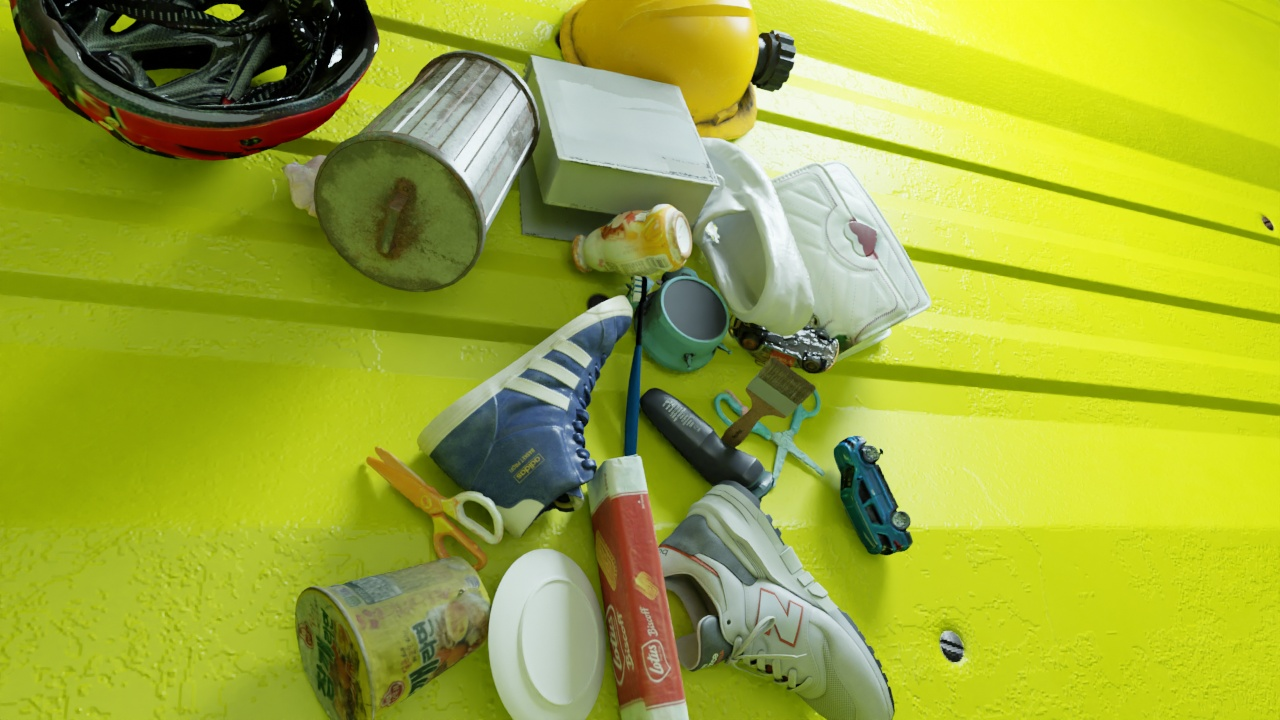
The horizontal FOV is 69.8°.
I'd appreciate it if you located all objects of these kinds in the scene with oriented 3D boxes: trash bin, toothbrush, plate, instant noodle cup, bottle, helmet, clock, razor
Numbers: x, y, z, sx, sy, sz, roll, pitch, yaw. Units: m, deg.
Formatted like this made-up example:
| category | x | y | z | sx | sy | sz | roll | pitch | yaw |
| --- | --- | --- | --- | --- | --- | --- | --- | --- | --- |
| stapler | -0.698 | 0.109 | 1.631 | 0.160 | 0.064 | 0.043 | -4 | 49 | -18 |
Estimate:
| category | x | y | z | sx | sy | sz | roll | pitch | yaw |
| --- | --- | --- | --- | --- | --- | --- | --- | --- | --- |
| trash bin | -0.166 | -0.157 | 0.748 | 0.131 | 0.131 | 0.210 | 30 | 37 | -12 |
| toothbrush | -0.005 | 0.005 | 0.827 | 0.014 | 0.014 | 0.167 | 7 | 79 | -14 |
| plate | -0.062 | 0.206 | 0.677 | 0.134 | 0.011 | 0.134 | 31 | 51 | -49 |
| instant noodle cup | -0.165 | 0.185 | 0.628 | 0.108 | 0.102 | 0.102 | -16 | 73 | -43 |
| bottle | -0.009 | -0.108 | 0.856 | 0.063 | 0.109 | 0.063 | -7 | 90 | -66 |
| helmet | 0.051 | -0.361 | 1.010 | 0.255 | 0.132 | 0.205 | 6 | 63 | -25 |
| helmet | -0.340 | -0.258 | 0.711 | 0.217 | 0.167 | 0.271 | 56 | 46 | -7 |
| clock | 0.034 | -0.049 | 0.882 | 0.089 | 0.053 | 0.124 | -20 | 73 | -36 |
| razor | 0.057 | 0.077 | 0.832 | 0.143 | 0.052 | 0.047 | 43 | 54 | 4 |

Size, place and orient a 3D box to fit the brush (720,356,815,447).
| category | x | y | z | sx | sy | sz | roll | pitch | yaw |
| --- | --- | --- | --- | --- | --- | --- | --- | --- | --- |
| brush | 0.101 | 0.049 | 0.809 | 0.045 | 0.143 | 0.008 | 35 | 51 | 2 |

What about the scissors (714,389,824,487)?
| category | x | y | z | sx | sy | sz | roll | pitch | yaw |
| --- | --- | --- | --- | --- | --- | --- | --- | --- | --- |
| scissors | 0.136 | 0.061 | 0.908 | 0.135 | 0.015 | 0.135 | 41 | 55 | -11 |

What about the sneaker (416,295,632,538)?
| category | x | y | z | sx | sy | sz | roll | pitch | yaw |
| --- | --- | --- | --- | --- | --- | --- | --- | --- | --- |
| sneaker | -0.054 | 0.047 | 0.756 | 0.232 | 0.092 | 0.118 | -35 | 80 | -37 |

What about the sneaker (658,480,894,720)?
| category | x | y | z | sx | sy | sz | roll | pitch | yaw |
| --- | --- | --- | --- | --- | --- | --- | --- | --- | --- |
| sneaker | 0.092 | 0.224 | 0.755 | 0.124 | 0.089 | 0.239 | -24 | 69 | -31 |

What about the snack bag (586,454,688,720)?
| category | x | y | z | sx | sy | sz | roll | pitch | yaw |
| --- | --- | --- | --- | --- | --- | --- | --- | --- | --- |
| snack bag | -0.004 | 0.191 | 0.717 | 0.041 | 0.078 | 0.225 | -1 | 65 | -17 |

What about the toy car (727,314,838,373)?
| category | x | y | z | sx | sy | sz | roll | pitch | yaw |
| --- | --- | --- | --- | --- | --- | --- | --- | --- | --- |
| toy car | 0.140 | -0.015 | 0.922 | 0.112 | 0.047 | 0.047 | 21 | 56 | 8 |

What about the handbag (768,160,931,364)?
| category | x | y | z | sx | sy | sz | roll | pitch | yaw |
| --- | --- | --- | --- | --- | --- | --- | --- | --- | --- |
| handbag | 0.203 | -0.108 | 0.980 | 0.141 | 0.096 | 0.198 | -23 | 79 | -35 |

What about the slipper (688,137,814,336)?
| category | x | y | z | sx | sy | sz | roll | pitch | yaw |
| --- | --- | --- | --- | --- | --- | --- | --- | --- | --- |
| slipper | 0.091 | -0.129 | 0.918 | 0.074 | 0.112 | 0.246 | 21 | 40 | -48 |

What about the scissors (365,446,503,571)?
| category | x | y | z | sx | sy | sz | roll | pitch | yaw |
| --- | --- | --- | --- | --- | --- | --- | --- | --- | --- |
| scissors | -0.157 | 0.103 | 0.696 | 0.130 | 0.070 | 0.013 | 42 | 18 | 8 |

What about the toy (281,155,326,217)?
| category | x | y | z | sx | sy | sz | roll | pitch | yaw |
| --- | --- | --- | --- | --- | --- | --- | --- | --- | --- |
| toy | -0.250 | -0.143 | 0.779 | 0.109 | 0.047 | 0.063 | -9 | 70 | -45 |

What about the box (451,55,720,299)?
| category | x | y | z | sx | sy | sz | roll | pitch | yaw |
| --- | --- | --- | --- | --- | --- | --- | --- | --- | --- |
| box | -0.088 | -0.146 | 1.018 | 0.168 | 0.405 | 0.171 | 4 | 62 | -24 |

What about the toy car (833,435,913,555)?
| category | x | y | z | sx | sy | sz | roll | pitch | yaw |
| --- | --- | --- | --- | --- | --- | --- | --- | --- | --- |
| toy car | 0.220 | 0.132 | 0.887 | 0.043 | 0.056 | 0.120 | -19 | 80 | -12 |
